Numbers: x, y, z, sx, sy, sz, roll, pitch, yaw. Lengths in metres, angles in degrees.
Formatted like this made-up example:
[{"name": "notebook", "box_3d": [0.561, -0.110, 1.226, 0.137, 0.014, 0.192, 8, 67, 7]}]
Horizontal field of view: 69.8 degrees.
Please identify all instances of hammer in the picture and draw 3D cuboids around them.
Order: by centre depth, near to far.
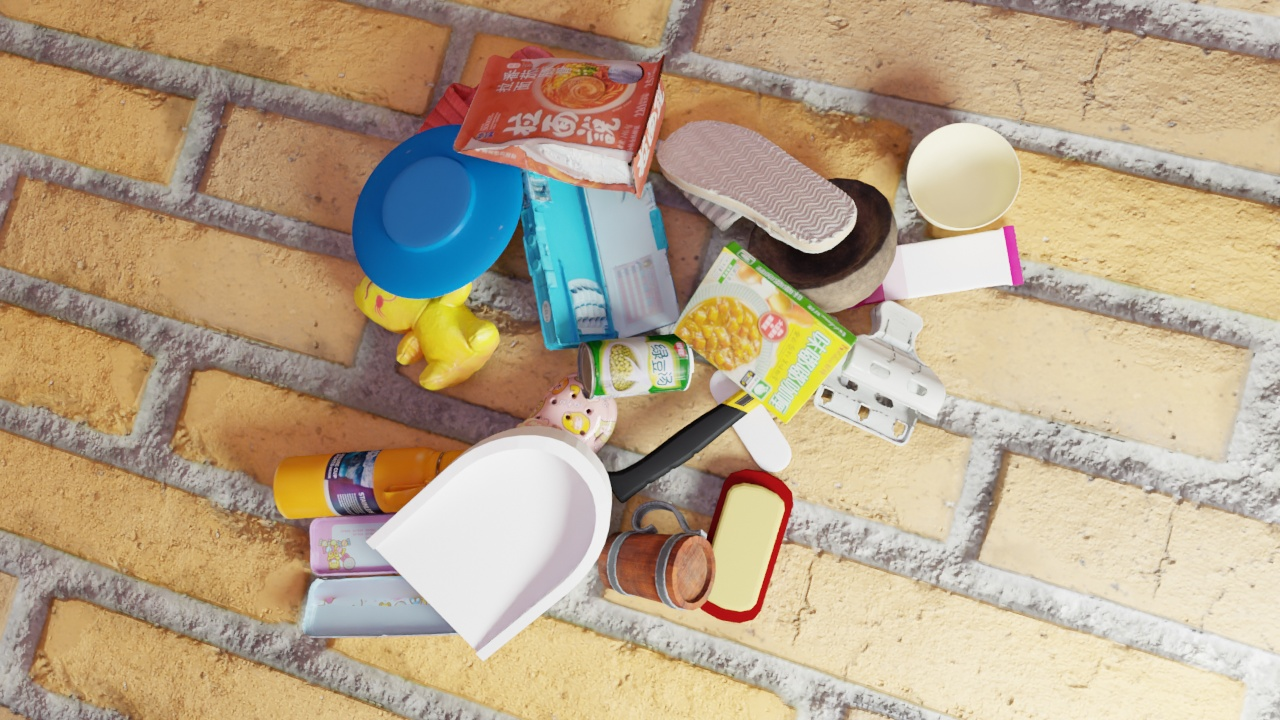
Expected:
[{"name": "hammer", "box_3d": [0.102, 0.058, 1.046, 0.323, 0.029, 0.127, -35, 81, -2]}]

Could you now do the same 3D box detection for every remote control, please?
[{"name": "remote control", "box_3d": [0.127, 0.068, 1.065, 0.043, 0.013, 0.136, -33, 80, 4]}]

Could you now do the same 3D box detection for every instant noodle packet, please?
[{"name": "instant noodle packet", "box_3d": [-0.091, -0.285, 1.068, 0.221, 0.084, 0.164, 9, 61, 8]}]

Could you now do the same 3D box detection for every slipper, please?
[{"name": "slipper", "box_3d": [0.127, -0.194, 1.034, 0.114, 0.054, 0.273, -46, 53, -11]}, {"name": "slipper", "box_3d": [-0.110, 0.099, 1.067, 0.093, 0.081, 0.197, 43, 94, 9]}, {"name": "slipper", "box_3d": [-0.201, -0.297, 1.131, 0.249, 0.059, 0.103, -45, 80, 1]}]

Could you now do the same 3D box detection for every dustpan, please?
[{"name": "dustpan", "box_3d": [-0.150, 0.190, 1.011, 0.258, 0.053, 0.191, -42, 95, 5]}]

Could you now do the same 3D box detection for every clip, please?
[{"name": "clip", "box_3d": [0.274, 0.006, 1.002, 0.126, 0.105, 0.151, 25, 88, -14]}]

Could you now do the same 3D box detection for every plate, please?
[{"name": "plate", "box_3d": [-0.244, -0.180, 1.067, 0.225, 0.024, 0.224, -6, 71, 17]}]

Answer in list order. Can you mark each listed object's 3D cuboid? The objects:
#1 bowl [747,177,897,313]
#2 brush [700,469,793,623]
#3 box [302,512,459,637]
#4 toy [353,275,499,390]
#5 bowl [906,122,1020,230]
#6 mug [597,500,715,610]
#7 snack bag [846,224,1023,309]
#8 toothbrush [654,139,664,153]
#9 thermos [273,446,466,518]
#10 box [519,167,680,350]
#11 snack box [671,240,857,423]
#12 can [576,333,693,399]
[{"name": "bowl", "box_3d": [0.206, -0.119, 1.016, 0.162, 0.070, 0.162, -16, 49, 19]}, {"name": "brush", "box_3d": [0.115, 0.210, 1.039, 0.082, 0.042, 0.173, 17, 87, 10]}, {"name": "box", "box_3d": [-0.298, 0.256, 1.100, 0.214, 0.041, 0.151, -4, 71, 9]}, {"name": "toy", "box_3d": [-0.247, -0.062, 1.099, 0.194, 0.087, 0.135, 45, 105, 19]}, {"name": "bowl", "box_3d": [0.353, -0.195, 1.025, 0.118, 0.074, 0.118, -1, 84, 9]}, {"name": "mug", "box_3d": [0.022, 0.213, 1.024, 0.111, 0.081, 0.117, -2, 55, 40]}, {"name": "snack bag", "box_3d": [0.331, -0.106, 1.049, 0.197, 0.016, 0.070, -9, 85, 8]}, {"name": "toothbrush", "box_3d": [-0.060, -0.281, 1.110, 0.187, 0.012, 0.017, 15, 71, -3]}, {"name": "thermos", "box_3d": [-0.312, 0.150, 1.090, 0.233, 0.076, 0.091, -5, 44, 8]}, {"name": "box", "box_3d": [-0.055, -0.132, 1.086, 0.168, 0.087, 0.227, -10, 83, -9]}, {"name": "snack box", "box_3d": [0.128, -0.028, 0.987, 0.168, 0.027, 0.132, 39, 130, 8]}, {"name": "can", "box_3d": [-0.006, 0.006, 1.044, 0.120, 0.067, 0.067, -5, 83, -18]}]
